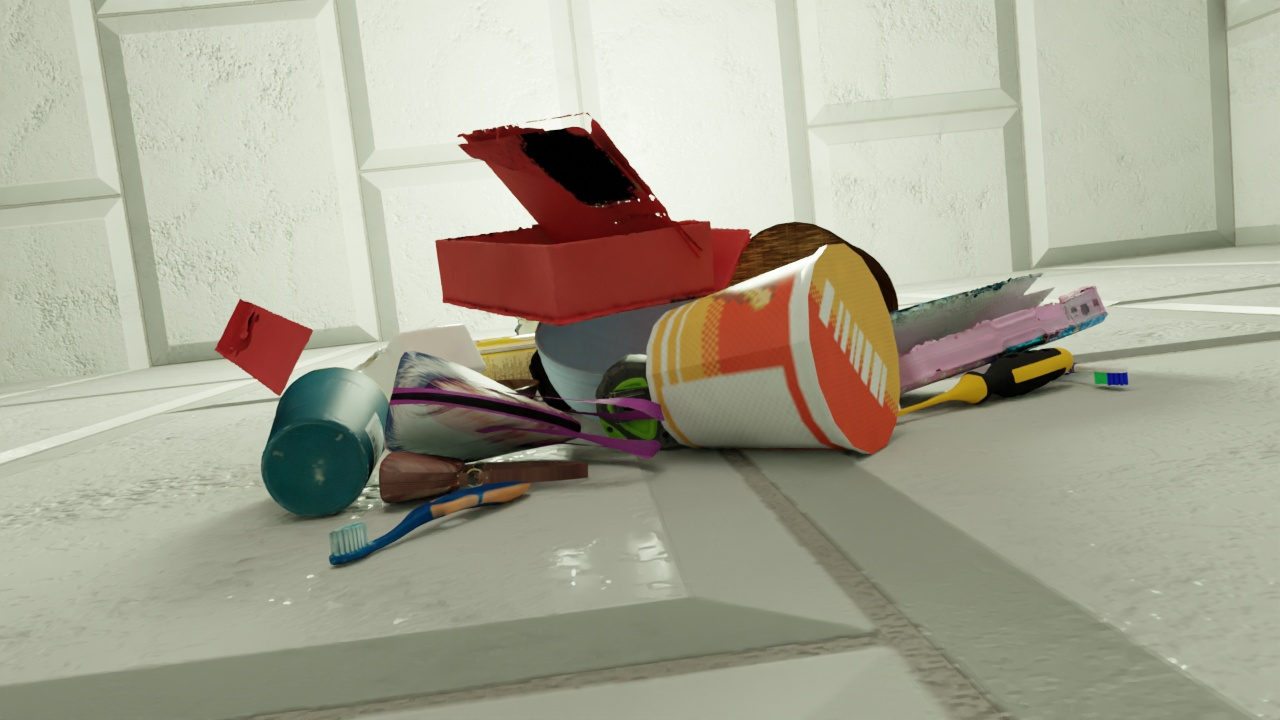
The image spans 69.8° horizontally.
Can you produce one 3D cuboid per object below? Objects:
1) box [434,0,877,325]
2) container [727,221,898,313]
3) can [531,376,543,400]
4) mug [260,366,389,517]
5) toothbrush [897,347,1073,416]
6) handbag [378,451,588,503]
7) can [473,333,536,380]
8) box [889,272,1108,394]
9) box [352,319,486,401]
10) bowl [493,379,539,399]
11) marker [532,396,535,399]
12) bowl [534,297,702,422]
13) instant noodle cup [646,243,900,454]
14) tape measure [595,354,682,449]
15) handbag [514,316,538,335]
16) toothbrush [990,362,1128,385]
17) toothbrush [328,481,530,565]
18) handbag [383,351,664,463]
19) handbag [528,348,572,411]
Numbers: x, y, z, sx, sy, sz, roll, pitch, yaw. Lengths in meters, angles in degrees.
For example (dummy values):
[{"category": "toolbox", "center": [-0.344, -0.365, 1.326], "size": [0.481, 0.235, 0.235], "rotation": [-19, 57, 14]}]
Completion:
[{"category": "box", "center": [0.037, -0.164, 0.727], "size": [0.424, 0.128, 0.213], "rotation": [-44, 28, -18]}, {"category": "container", "center": [0.133, -0.045, 0.732], "size": [0.132, 0.132, 0.167], "rotation": [-4, -4, 18]}, {"category": "can", "center": [-0.073, 0.021, 0.954], "size": [0.080, 0.031, 0.032], "rotation": [-11, 7, -39]}, {"category": "mug", "center": [-0.196, 0.052, 0.574], "size": [0.078, 0.078, 0.121], "rotation": [-7, 11, -13]}, {"category": "toothbrush", "center": [0.239, 0.019, 0.652], "size": [0.196, 0.031, 0.031], "rotation": [-14, -4, -27]}, {"category": "handbag", "center": [-0.091, 0.067, 0.545], "size": [0.119, 0.029, 0.055], "rotation": [-2, 0, -5]}, {"category": "can", "center": [-0.144, 0.007, 0.993], "size": [0.105, 0.067, 0.068], "rotation": [-8, 6, -21]}, {"category": "box", "center": [0.264, -0.026, 0.729], "size": [0.229, 0.063, 0.085], "rotation": [-15, -8, -30]}, {"category": "box", "center": [-0.230, -0.006, 0.893], "size": [0.108, 0.102, 0.102], "rotation": [-36, -14, 34]}, {"category": "bowl", "center": [-0.148, 0.041, 0.818], "size": [0.119, 0.032, 0.119], "rotation": [-6, 5, 0]}, {"category": "marker", "center": [-0.080, 0.027, 0.979], "size": [0.133, 0.017, 0.020], "rotation": [-11, 44, -39]}, {"category": "bowl", "center": [-0.004, 0.004, 0.718], "size": [0.150, 0.075, 0.150], "rotation": [-4, 30, 2]}, {"category": "instant noodle cup", "center": [0.080, 0.002, 0.574], "size": [0.121, 0.123, 0.123], "rotation": [-11, 1, 36]}, {"category": "tape measure", "center": [-0.001, 0.030, 0.617], "size": [0.059, 0.065, 0.035], "rotation": [-12, 12, 14]}, {"category": "handbag", "center": [-0.085, -0.047, 1.057], "size": [0.176, 0.074, 0.151], "rotation": [29, -18, -35]}, {"category": "toothbrush", "center": [0.329, 0.006, 0.737], "size": [0.015, 0.016, 0.187], "rotation": [-7, 3, -7]}, {"category": "toothbrush", "center": [-0.104, 0.077, 0.474], "size": [0.022, 0.017, 0.134], "rotation": [1, 9, 35]}, {"category": "handbag", "center": [-0.066, 0.037, 0.578], "size": [0.170, 0.068, 0.144], "rotation": [3, -11, 26]}, {"category": "handbag", "center": [-0.013, 0.009, 0.858], "size": [0.153, 0.114, 0.125], "rotation": [-16, -15, -43]}]
